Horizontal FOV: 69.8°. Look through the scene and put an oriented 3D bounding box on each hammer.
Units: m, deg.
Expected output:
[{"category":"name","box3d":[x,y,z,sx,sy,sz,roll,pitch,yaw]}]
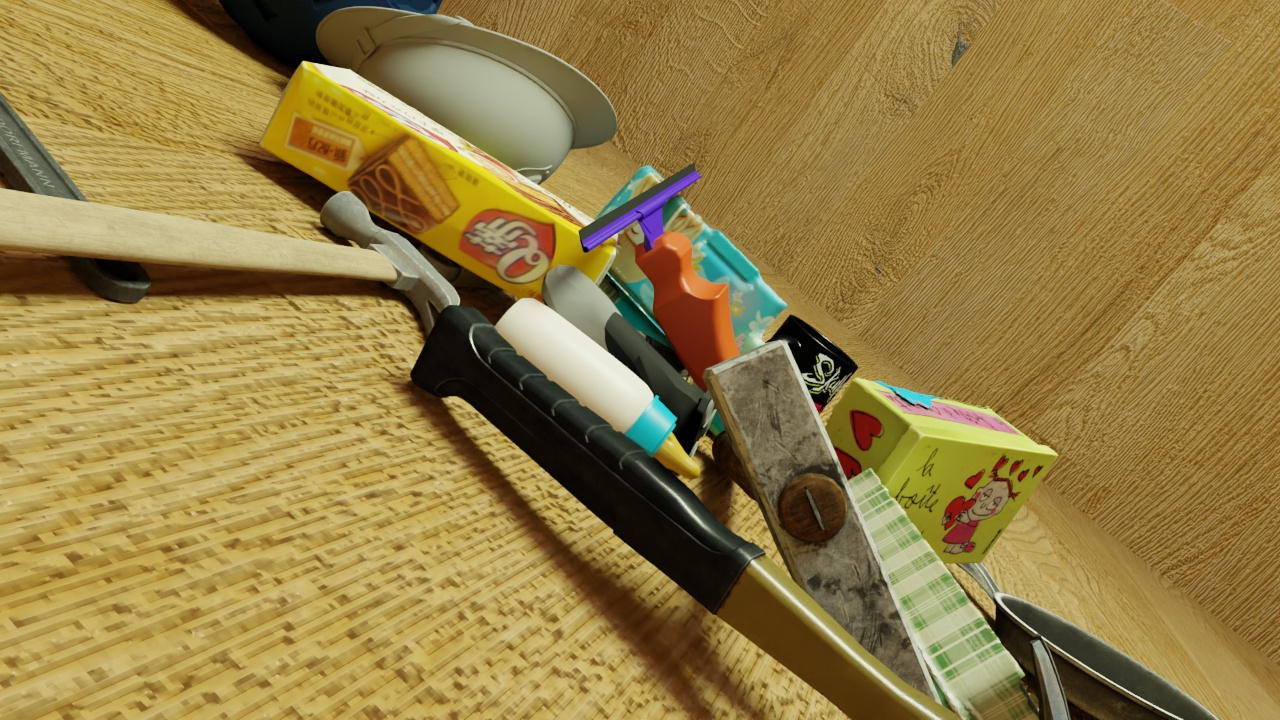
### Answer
[{"category":"hammer","box3d":[0.021,0.077,0.387,0.333,0.118,0.025,37,17,25]},{"category":"hammer","box3d":[0.085,0.099,0.530,0.300,0.037,0.217,146,-79,-89]},{"category":"hammer","box3d":[-0.181,-0.054,0.413,0.119,0.031,0.330,40,10,11]}]

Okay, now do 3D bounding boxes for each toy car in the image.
[{"category":"toy car","box3d":[-0.004,0.004,0.668,0.047,0.047,0.112,19,-5,35]}]

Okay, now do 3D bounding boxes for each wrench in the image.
[{"category":"wrench","box3d":[-0.105,-0.075,0.733,0.083,0.018,0.273,40,14,12]},{"category":"wrench","box3d":[-0.291,-0.114,0.401,0.273,0.018,0.073,44,14,20]}]

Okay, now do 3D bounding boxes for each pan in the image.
[{"category":"pan","box3d":[0.324,0.212,0.798,0.187,0.055,0.357,22,7,-40]}]

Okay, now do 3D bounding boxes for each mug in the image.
[{"category":"mug","box3d":[0.135,0.015,0.867,0.118,0.098,0.082,20,22,-51]}]

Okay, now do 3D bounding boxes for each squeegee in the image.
[{"category":"squeegee","box3d":[0.039,-0.032,0.647,0.185,0.055,0.248,59,27,-8]}]

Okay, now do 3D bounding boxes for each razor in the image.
[{"category":"razor","box3d":[-0.008,0.002,0.590,0.156,0.060,0.057,43,53,-13]}]

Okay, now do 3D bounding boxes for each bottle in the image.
[{"category":"bottle","box3d":[-0.024,0.023,0.538,0.146,0.051,0.051,38,14,2]}]

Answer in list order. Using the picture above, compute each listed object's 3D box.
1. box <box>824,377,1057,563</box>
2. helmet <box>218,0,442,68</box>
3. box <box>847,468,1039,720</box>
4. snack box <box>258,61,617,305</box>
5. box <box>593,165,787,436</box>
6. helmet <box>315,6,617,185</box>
[{"category":"box","box3d":[0.220,0.093,0.718,0.220,0.124,0.081,12,25,-45]},{"category":"helmet","box3d":[-0.286,-0.379,0.872,0.272,0.233,0.223,1,77,-73]},{"category":"box","box3d":[0.173,0.158,0.538,0.118,0.049,0.205,56,7,-24]},{"category":"snack box","box3d":[-0.128,-0.114,0.631,0.230,0.062,0.110,31,13,-7]},{"category":"box","box3d":[0.053,-0.044,0.771,0.227,0.121,0.097,47,16,17]},{"category":"helmet","box3d":[-0.164,-0.194,0.790,0.271,0.117,0.183,14,-15,2]}]
